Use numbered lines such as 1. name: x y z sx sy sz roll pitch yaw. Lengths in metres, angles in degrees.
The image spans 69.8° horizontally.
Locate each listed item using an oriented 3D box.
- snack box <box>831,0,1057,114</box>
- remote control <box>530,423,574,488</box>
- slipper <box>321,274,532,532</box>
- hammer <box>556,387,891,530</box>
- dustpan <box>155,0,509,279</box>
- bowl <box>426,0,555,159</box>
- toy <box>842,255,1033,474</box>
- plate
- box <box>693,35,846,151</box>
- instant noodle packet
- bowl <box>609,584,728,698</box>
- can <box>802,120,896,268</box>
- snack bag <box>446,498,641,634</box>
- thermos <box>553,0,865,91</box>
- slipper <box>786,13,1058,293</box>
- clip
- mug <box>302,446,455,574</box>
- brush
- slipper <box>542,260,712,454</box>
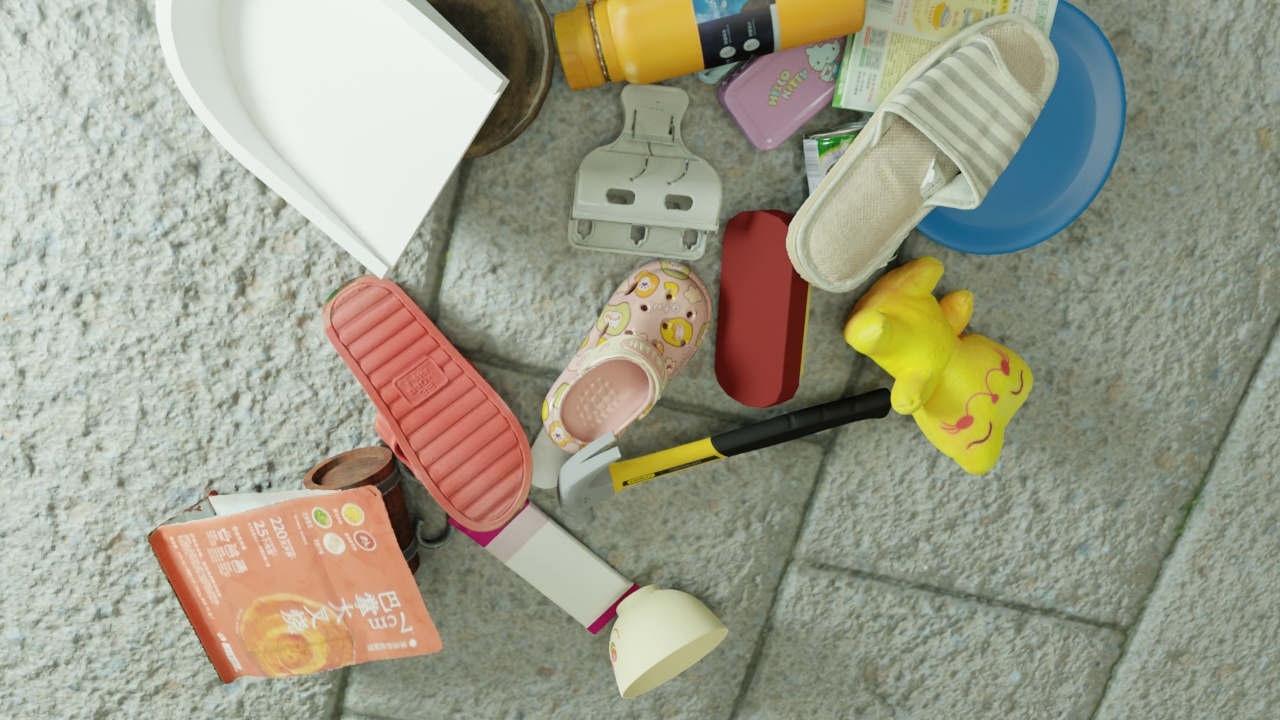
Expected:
1. snack box: 0.252 -0.263 0.757 0.168 0.027 0.132 6 105 -11
2. remote control: -0.066 0.059 0.855 0.043 0.013 0.136 26 102 -12
3. slipper: -0.184 0.037 0.805 0.103 0.059 0.249 -35 89 -18
4. hammer: 0.079 0.078 0.844 0.323 0.029 0.127 -15 148 -7
5. dustpan: -0.247 -0.213 0.678 0.258 0.053 0.192 45 119 8
6. bowl: -0.144 -0.242 0.720 0.162 0.070 0.162 2 108 5
7. toy: 0.264 0.007 0.833 0.194 0.088 0.134 41 68 -17
8. plate: 0.315 -0.207 0.811 0.224 0.024 0.224 -1 106 -5
9. box: 0.138 -0.295 0.765 0.214 0.040 0.151 -40 102 6
10. instant noodle packet: -0.286 0.189 0.787 0.221 0.083 0.164 -10 108 25
11. bowl: 0.015 0.260 0.884 0.118 0.118 0.074 -37 64 5
12. can: 0.181 -0.141 0.794 0.067 0.067 0.121 -12 106 -2
13. snack bag: -0.089 0.188 0.883 0.070 0.016 0.196 -44 110 8
14. thermos: 0.051 -0.271 0.722 0.233 0.091 0.076 -12 121 6
15. slipper: 0.229 -0.164 0.738 0.272 0.054 0.114 -44 105 2
16. clip: 0.007 -0.155 0.768 0.126 0.105 0.152 5 115 -10
17. mug: -0.232 0.139 0.835 0.117 0.081 0.111 -22 112 -24
18. brush: 0.112 -0.046 0.811 0.041 0.082 0.173 -11 110 -39
19. slipper: -0.005 0.005 0.801 0.093 0.081 0.197 37 90 -18
